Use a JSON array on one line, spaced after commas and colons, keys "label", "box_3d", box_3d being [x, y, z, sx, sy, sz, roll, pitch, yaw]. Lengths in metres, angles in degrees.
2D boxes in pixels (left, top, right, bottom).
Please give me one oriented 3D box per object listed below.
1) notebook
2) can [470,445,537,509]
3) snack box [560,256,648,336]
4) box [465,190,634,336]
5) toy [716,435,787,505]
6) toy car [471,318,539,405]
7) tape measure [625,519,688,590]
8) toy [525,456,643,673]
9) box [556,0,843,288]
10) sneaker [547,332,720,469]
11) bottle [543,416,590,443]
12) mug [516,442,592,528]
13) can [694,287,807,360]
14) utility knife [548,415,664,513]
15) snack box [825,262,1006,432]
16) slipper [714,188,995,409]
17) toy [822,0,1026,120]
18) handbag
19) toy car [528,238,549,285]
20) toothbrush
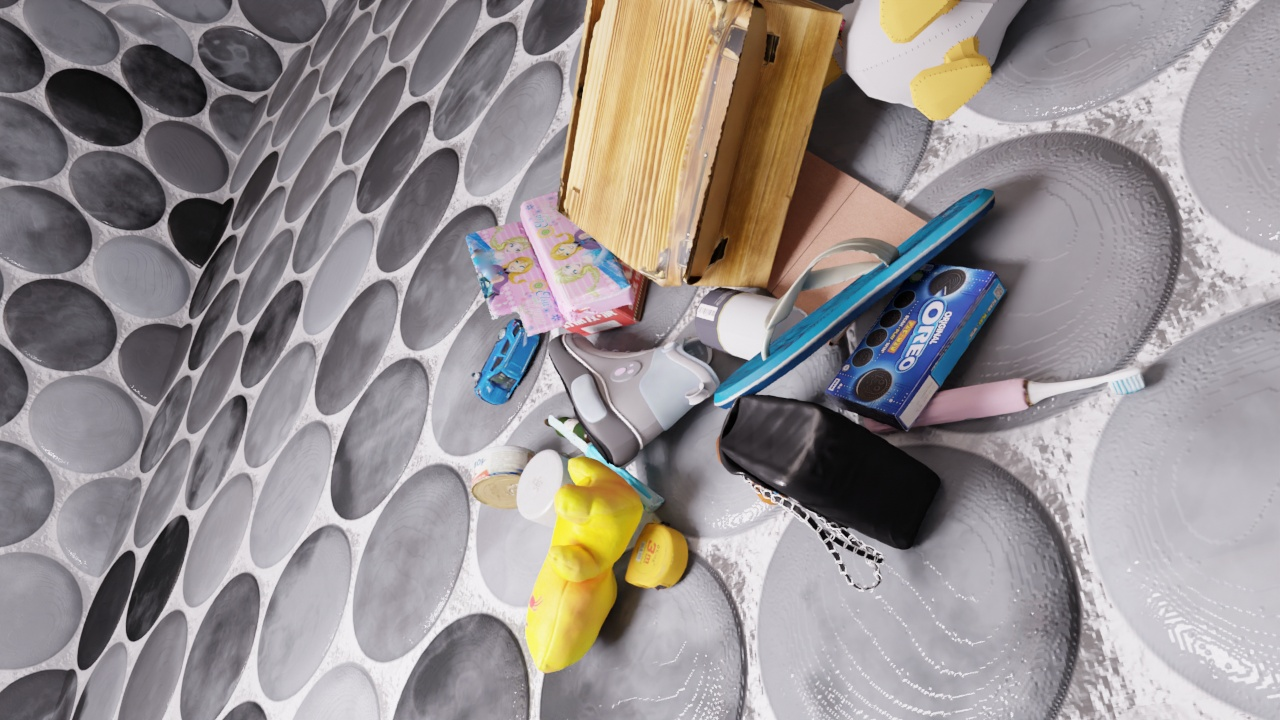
[{"label": "notebook", "box_3d": [0.180, -0.120, 0.927, 0.141, 0.008, 0.209, -52, 38, 11]}, {"label": "can", "box_3d": [-0.156, 0.139, 1.086, 0.086, 0.086, 0.043, -32, 45, 33]}, {"label": "snack box", "box_3d": [-0.035, -0.153, 1.157, 0.113, 0.060, 0.236, -12, 58, 47]}, {"label": "box", "box_3d": [-0.115, -0.118, 1.077, 0.159, 0.035, 0.230, -19, 43, -7]}, {"label": "toy", "box_3d": [0.108, 0.078, 0.810, 0.070, 0.103, 0.090, -17, 62, -4]}, {"label": "toy car", "box_3d": [-0.178, 0.003, 1.226, 0.044, 0.056, 0.120, 23, 83, 52]}, {"label": "tape measure", "box_3d": [0.020, 0.190, 0.892, 0.059, 0.030, 0.068, 1, 70, 50]}, {"label": "toy", "box_3d": [-0.057, 0.200, 0.909, 0.134, 0.087, 0.194, -93, 17, -80]}, {"label": "box", "box_3d": [0.047, -0.239, 0.927, 0.247, 0.175, 0.280, -126, 43, -52]}, {"label": "sneaker", "box_3d": [-0.007, 0.007, 1.013, 0.160, 0.093, 0.256, -32, 27, 1]}, {"label": "bottle", "box_3d": [-0.084, 0.081, 1.090, 0.106, 0.025, 0.025, 10, 74, 51]}, {"label": "mug", "box_3d": [-0.079, 0.133, 1.013, 0.084, 0.070, 0.113, 33, 94, 53]}, {"label": "can", "box_3d": [0.112, -0.032, 0.902, 0.127, 0.064, 0.064, 20, 83, 53]}, {"label": "utility knife", "box_3d": [-0.041, 0.105, 0.976, 0.169, 0.015, 0.022, 38, 102, 27]}, {"label": "snack box", "box_3d": [0.227, -0.015, 0.761, 0.150, 0.027, 0.082, -53, 31, -11]}, {"label": "slipper", "box_3d": [0.170, -0.065, 0.787, 0.295, 0.060, 0.118, -38, -2, 1]}, {"label": "toy", "box_3d": [0.258, -0.317, 0.872, 0.247, 0.141, 0.267, -26, 21, 15]}, {"label": "handbag", "box_3d": [0.135, 0.099, 0.722, 0.125, 0.153, 0.114, 19, 85, 58]}, {"label": "toy car", "box_3d": [-0.116, -0.112, 1.136, 0.047, 0.047, 0.111, -65, 32, 33]}, {"label": "toothbrush", "box_3d": [0.269, 0.031, 0.709, 0.223, 0.027, 0.026, -14, 99, 44]}]
